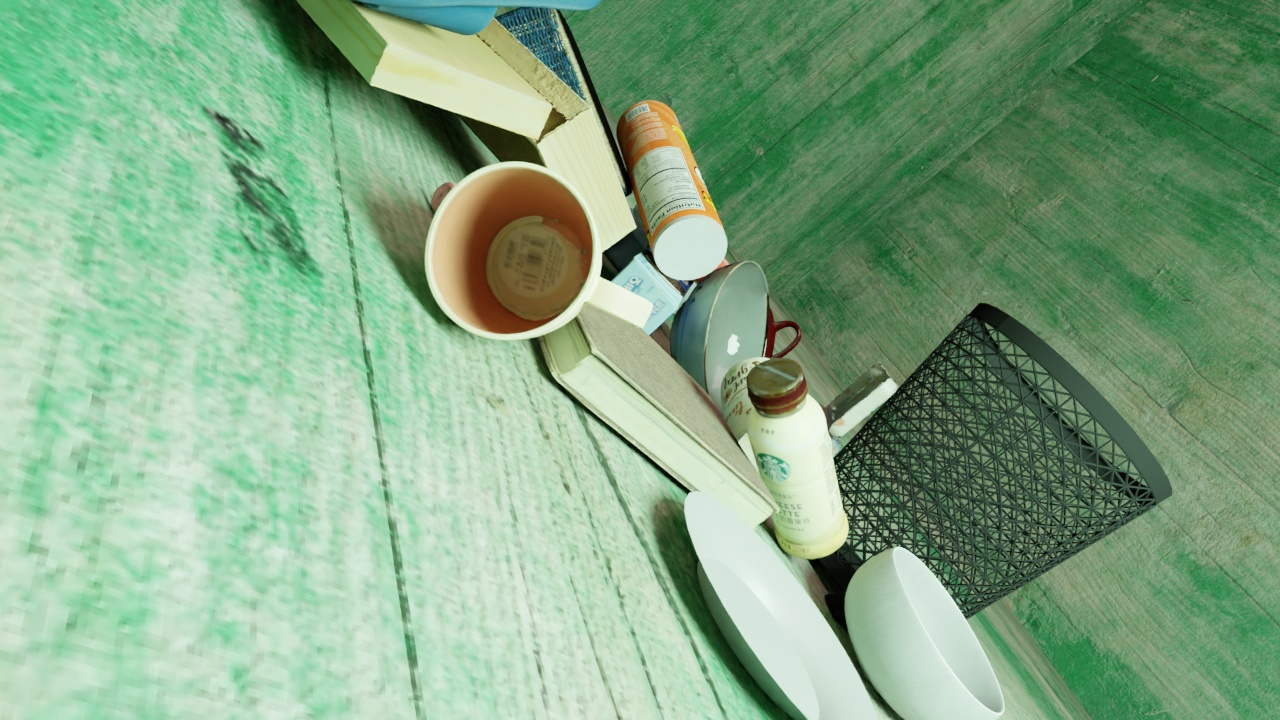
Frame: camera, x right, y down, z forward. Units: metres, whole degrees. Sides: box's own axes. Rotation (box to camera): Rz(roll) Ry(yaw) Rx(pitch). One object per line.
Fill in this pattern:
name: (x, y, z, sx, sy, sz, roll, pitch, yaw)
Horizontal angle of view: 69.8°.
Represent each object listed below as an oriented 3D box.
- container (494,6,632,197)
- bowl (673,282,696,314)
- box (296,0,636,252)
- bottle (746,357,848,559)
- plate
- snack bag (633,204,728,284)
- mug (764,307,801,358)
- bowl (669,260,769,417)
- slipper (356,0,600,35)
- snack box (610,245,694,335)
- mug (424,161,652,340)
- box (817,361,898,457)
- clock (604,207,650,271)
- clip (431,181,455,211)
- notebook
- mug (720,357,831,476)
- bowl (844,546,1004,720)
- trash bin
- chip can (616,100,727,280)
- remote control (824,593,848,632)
container: (-0.072, -0.231, 0.867, 0.145, 0.071, 0.187, -84, 152, -79)
bowl: (0.063, -0.090, 1.095, 0.177, 0.071, 0.177, 48, 12, -14)
box: (-0.134, -0.208, 0.643, 0.247, 0.097, 0.260, 47, 14, 33)
bottle: (0.112, 0.072, 0.670, 0.056, 0.056, 0.162, -112, -178, -56)
plate: (0.073, 0.150, 0.512, 0.173, 0.019, 0.172, 48, 12, -14)
snack bag: (0.047, -0.111, 0.903, 0.116, 0.036, 0.077, 37, 15, -46)
mug: (0.121, -0.012, 1.005, 0.087, 0.114, 0.088, 61, 20, -52)
bowl: (0.066, -0.020, 0.830, 0.057, 0.150, 0.150, 10, -9, 27)
slipper: (-0.112, -0.226, 0.538, 0.213, 0.059, 0.103, -12, 53, -38)
snack box: (0.007, -0.064, 0.838, 0.059, 0.059, 0.226, 46, 12, -2)
mug: (-0.046, -0.046, 0.480, 0.111, 0.085, 0.104, 24, 2, -1)
box: (0.183, 0.059, 0.891, 0.043, 0.149, 0.216, 38, 9, 8)
clock: (-0.009, -0.126, 0.986, 0.124, 0.052, 0.088, 47, 13, -12)
clip: (-0.105, -0.080, 0.554, 0.035, 0.022, 0.057, 42, 20, -47)
notebook: (-0.003, 0.005, 0.636, 0.215, 0.034, 0.190, 42, 13, -37)
mug: (0.105, 0.064, 0.758, 0.097, 0.081, 0.122, -101, -177, -55)
bowl: (0.195, 0.208, 0.663, 0.132, 0.064, 0.131, 45, 21, -22)
trash bin: (0.274, 0.112, 0.798, 0.217, 0.243, 0.216, 47, 8, -9)
chip can: (0.024, -0.159, 0.828, 0.062, 0.062, 0.210, 41, 23, -37)
remote control: (0.189, 0.227, 0.729, 0.124, 0.010, 0.039, 45, 13, -22)
